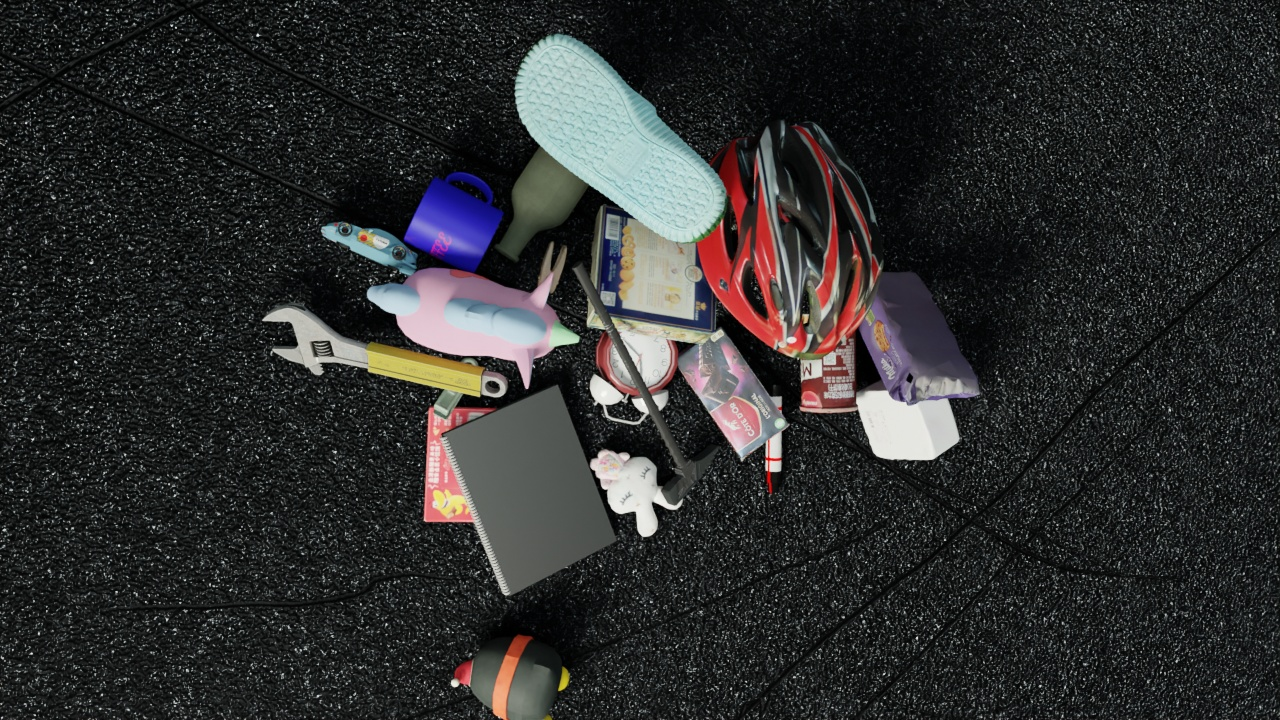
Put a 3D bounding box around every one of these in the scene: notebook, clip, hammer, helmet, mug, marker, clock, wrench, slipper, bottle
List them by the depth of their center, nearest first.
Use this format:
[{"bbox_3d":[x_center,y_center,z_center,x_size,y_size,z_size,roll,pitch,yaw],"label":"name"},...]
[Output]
[{"bbox_3d":[-0.022,-0.232,0.991,0.276,0.069,0.116,41,94,1],"label":"slipper"},{"bbox_3d":[-0.280,-0.003,1.010,0.273,0.018,0.084,12,123,0],"label":"wrench"},{"bbox_3d":[-0.203,-0.162,1.029,0.083,0.079,0.111,26,59,-13],"label":"mug"},{"bbox_3d":[0.174,-0.137,1.038,0.217,0.167,0.272,-9,77,-35],"label":"helmet"},{"bbox_3d":[0.003,0.021,1.042,0.094,0.015,0.325,-45,124,-27],"label":"hammer"},{"bbox_3d":[-0.210,0.031,1.047,0.023,0.047,0.076,30,62,-3],"label":"clip"},{"bbox_3d":[-0.097,-0.206,1.047,0.071,0.071,0.206,34,86,-13],"label":"bottle"},{"bbox_3d":[-0.129,0.151,1.074,0.148,0.016,0.207,-24,102,-20],"label":"notebook"},{"bbox_3d":[-0.102,-0.109,1.077,0.062,0.025,0.047,-46,102,-4],"label":"clip"},{"bbox_3d":[-0.006,0.007,1.093,0.096,0.048,0.137,12,90,-13],"label":"clock"},{"bbox_3d":[0.167,0.103,1.153,0.019,0.019,0.145,-1,94,-13],"label":"marker"}]

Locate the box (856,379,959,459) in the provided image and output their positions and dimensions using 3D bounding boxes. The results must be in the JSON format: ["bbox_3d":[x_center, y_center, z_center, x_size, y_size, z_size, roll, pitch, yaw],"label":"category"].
[{"bbox_3d":[0.358,0.054,1.157,0.130,0.110,0.103,-25,98,-30],"label":"box"}]

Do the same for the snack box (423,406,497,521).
[{"bbox_3d":[-0.204,0.121,1.069,0.089,0.021,0.133,3,93,-13],"label":"snack box"}]

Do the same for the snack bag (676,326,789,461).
[{"bbox_3d":[0.111,0.039,1.129,0.074,0.018,0.155,-36,95,-2],"label":"snack bag"}]

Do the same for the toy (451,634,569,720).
[{"bbox_3d":[-0.150,0.366,1.063,0.119,0.097,0.100,13,135,9],"label":"toy"}]

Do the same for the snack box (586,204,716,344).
[{"bbox_3d":[0.015,-0.099,1.067,0.145,0.043,0.144,9,67,-13],"label":"snack box"}]

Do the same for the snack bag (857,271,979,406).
[{"bbox_3d":[0.323,-0.031,1.103,0.096,0.205,0.059,-2,137,-15],"label":"snack bag"}]

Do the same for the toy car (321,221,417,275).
[{"bbox_3d":[-0.295,-0.131,1.014,0.107,0.060,0.027,24,76,-13],"label":"toy car"}]

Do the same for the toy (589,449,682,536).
[{"bbox_3d":[-0.007,0.153,1.107,0.125,0.037,0.075,46,75,-19],"label":"toy"}]

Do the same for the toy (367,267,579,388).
[{"bbox_3d":[-0.184,-0.049,0.985,0.222,0.171,0.120,12,90,-13],"label":"toy"}]

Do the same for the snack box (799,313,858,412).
[{"bbox_3d":[0.232,0.001,1.135,0.072,0.072,0.121,-3,93,-13],"label":"snack box"}]
